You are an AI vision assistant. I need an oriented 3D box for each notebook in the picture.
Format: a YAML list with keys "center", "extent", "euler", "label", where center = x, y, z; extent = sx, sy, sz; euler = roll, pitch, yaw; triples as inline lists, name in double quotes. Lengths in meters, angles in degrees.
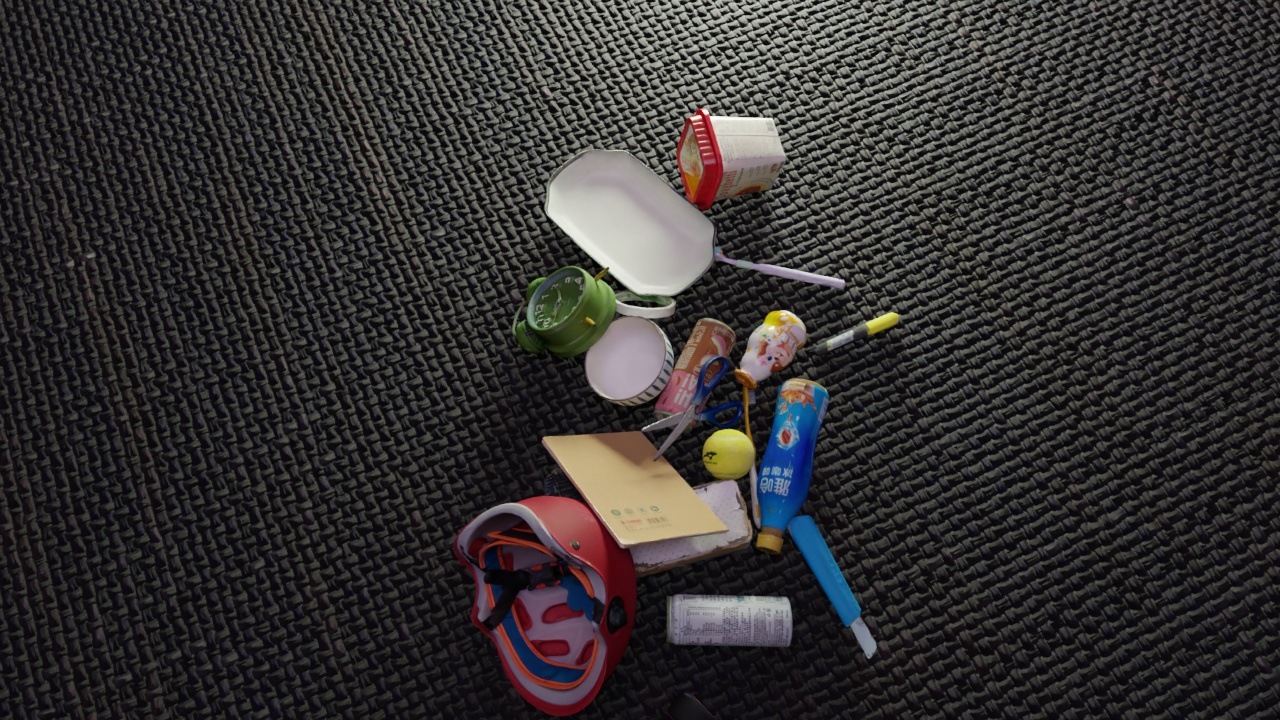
- center: [-0.010, 0.146, 1.084]
  extent: [0.147, 0.008, 0.207]
  euler: [-1, 30, -34]
  label: "notebook"

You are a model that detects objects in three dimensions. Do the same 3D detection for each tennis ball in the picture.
- center: [0.110, 0.119, 1.152]
  extent: [0.065, 0.065, 0.065]
  euler: [-1, 69, 1]
  label: "tennis ball"

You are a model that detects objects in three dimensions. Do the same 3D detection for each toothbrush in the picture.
- center: [0.146, 0.121, 1.178]
  extent: [0.018, 0.016, 0.191]
  euler: [0, 68, -8]
  label: "toothbrush"
- center: [0.190, -0.127, 1.269]
  extent: [0.189, 0.029, 0.021]
  euler: [14, 110, 5]
  label: "toothbrush"

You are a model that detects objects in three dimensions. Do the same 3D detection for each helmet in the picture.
- center: [-0.086, 0.263, 1.054]
  extent: [0.207, 0.143, 0.240]
  euler: [-13, 94, 39]
  label: "helmet"

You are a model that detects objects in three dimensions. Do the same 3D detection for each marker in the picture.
- center: [0.290, -0.034, 1.233]
  extent: [0.124, 0.015, 0.018]
  euler: [-23, 70, -4]
  label: "marker"

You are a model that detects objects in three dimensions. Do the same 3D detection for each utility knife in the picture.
- center: [0.234, 0.272, 1.115]
  extent: [0.034, 0.018, 0.187]
  euler: [-29, 71, 3]
  label: "utility knife"

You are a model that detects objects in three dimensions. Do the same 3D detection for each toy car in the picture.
- center: [-0.068, 0.155, 1.162]
  extent: [0.105, 0.031, 0.049]
  euler: [-14, 70, -2]
  label: "toy car"

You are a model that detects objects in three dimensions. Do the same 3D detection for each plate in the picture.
- center: [-0.015, -0.190, 1.287]
  extent: [0.266, 0.034, 0.161]
  euler: [41, 72, 16]
  label: "plate"

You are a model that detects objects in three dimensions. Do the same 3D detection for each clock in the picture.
- center: [-0.108, -0.065, 1.215]
  extent: [0.162, 0.056, 0.116]
  euler: [-12, 52, 35]
  label: "clock"

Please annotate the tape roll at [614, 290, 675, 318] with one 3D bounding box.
- center: [0.004, -0.075, 1.226]
  extent: [0.086, 0.085, 0.014]
  euler: [7, 110, 4]
  label: "tape roll"

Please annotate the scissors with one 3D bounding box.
- center: [0.072, 0.067, 1.153]
  extent: [0.012, 0.160, 0.163]
  euler: [7, 70, 50]
  label: "scissors"

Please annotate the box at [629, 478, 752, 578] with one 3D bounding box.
- center: [0.055, 0.205, 1.126]
  extent: [0.184, 0.061, 0.089]
  euler: [-11, 70, -5]
  label: "box"

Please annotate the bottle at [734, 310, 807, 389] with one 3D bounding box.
- center: [0.168, -0.013, 1.202]
  extent: [0.063, 0.063, 0.108]
  euler: [37, 75, 14]
  label: "bottle"

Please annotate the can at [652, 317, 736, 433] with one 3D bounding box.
- center: [0.072, 0.019, 1.196]
  extent: [0.058, 0.058, 0.147]
  euler: [24, 72, 10]
  label: "can"

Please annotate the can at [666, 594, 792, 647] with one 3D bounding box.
- center: [0.104, 0.307, 1.085]
  extent: [0.147, 0.058, 0.058]
  euler: [0, 69, 2]
  label: "can"

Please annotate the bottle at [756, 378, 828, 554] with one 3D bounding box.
- center: [0.183, 0.132, 1.144]
  extent: [0.065, 0.065, 0.218]
  euler: [14, 70, 7]
  label: "bottle"

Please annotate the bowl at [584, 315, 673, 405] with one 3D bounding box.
- center: [-0.007, 0.007, 1.190]
  extent: [0.117, 0.066, 0.116]
  euler: [-10, 66, 24]
  label: "bowl"

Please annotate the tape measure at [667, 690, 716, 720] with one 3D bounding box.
- center: [0.058, 0.410, 1.048]
  extent: [0.058, 0.057, 0.039]
  euler: [44, 77, 7]
  label: "tape measure"

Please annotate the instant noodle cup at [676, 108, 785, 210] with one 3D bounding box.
- center: [0.127, -0.284, 1.287]
  extent: [0.124, 0.116, 0.116]
  euler: [-8, 68, -13]
  label: "instant noodle cup"
